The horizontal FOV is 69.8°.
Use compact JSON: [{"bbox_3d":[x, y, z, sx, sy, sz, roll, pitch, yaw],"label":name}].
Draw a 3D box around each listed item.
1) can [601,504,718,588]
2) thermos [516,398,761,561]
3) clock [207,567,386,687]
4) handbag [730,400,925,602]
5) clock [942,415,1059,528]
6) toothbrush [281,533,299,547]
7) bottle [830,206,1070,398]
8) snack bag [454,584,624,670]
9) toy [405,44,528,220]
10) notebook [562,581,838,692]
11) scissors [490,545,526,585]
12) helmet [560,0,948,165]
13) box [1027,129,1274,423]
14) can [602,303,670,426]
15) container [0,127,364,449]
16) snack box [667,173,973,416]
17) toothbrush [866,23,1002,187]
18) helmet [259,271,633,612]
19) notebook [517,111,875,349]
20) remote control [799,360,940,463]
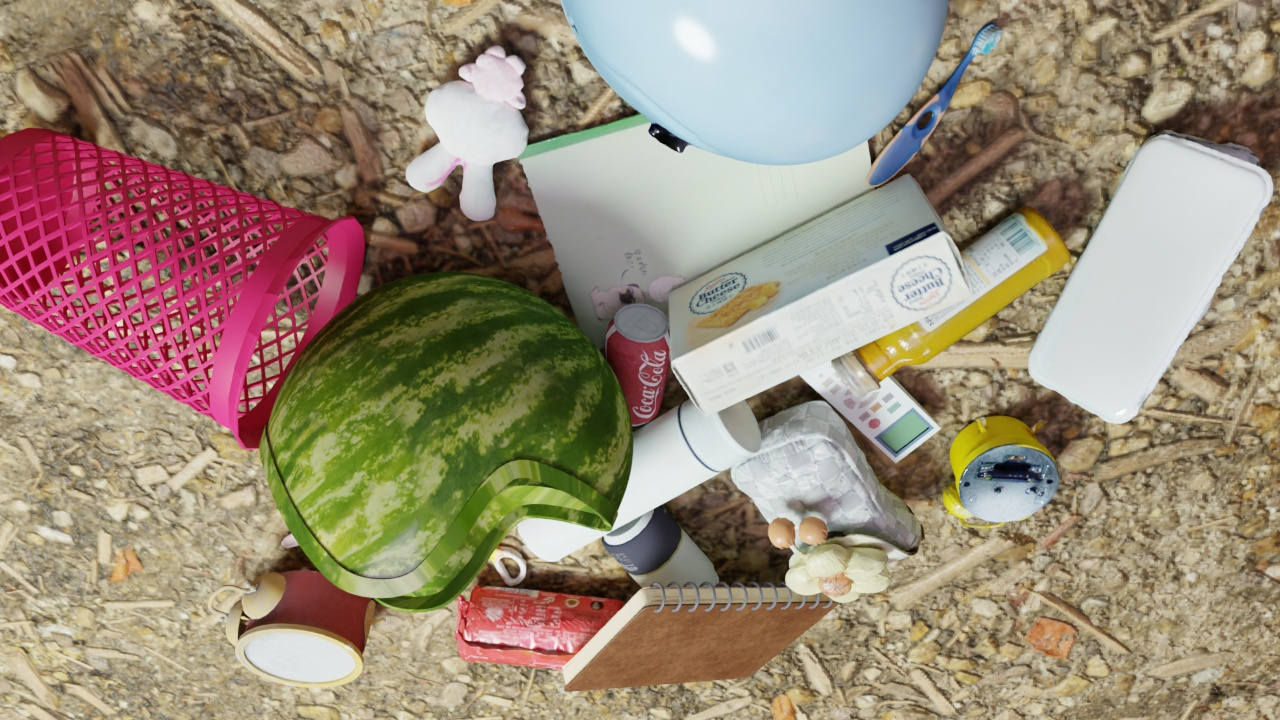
[{"bbox_3d":[0.022,0.185,0.851,0.064,0.064,0.127,-30,115,18],"label":"can"},{"bbox_3d":[-0.006,0.099,0.785,0.231,0.067,0.068,-34,114,27],"label":"thermos"},{"bbox_3d":[-0.336,0.248,0.892,0.158,0.081,0.117,27,130,-24],"label":"clock"},{"bbox_3d":[0.150,0.126,0.777,0.113,0.123,0.171,-23,118,32],"label":"handbag"},{"bbox_3d":[0.309,0.103,0.794,0.083,0.057,0.119,3,121,0],"label":"clock"},{"bbox_3d":[-0.269,0.146,0.867,0.181,0.018,0.016,-24,117,16],"label":"toothbrush"},{"bbox_3d":[0.232,-0.040,0.702,0.186,0.053,0.053,-38,113,14],"label":"bottle"},{"bbox_3d":[-0.096,0.263,0.893,0.176,0.082,0.082,6,121,-1],"label":"snack bag"},{"bbox_3d":[-0.119,-0.167,0.661,0.076,0.037,0.126,25,117,-6],"label":"toy"},{"bbox_3d":[0.059,0.255,0.852,0.225,0.024,0.168,9,134,-33],"label":"notebook"},{"bbox_3d":[-0.151,0.177,0.884,0.129,0.011,0.126,38,117,-20],"label":"scissors"},{"bbox_3d":[0.075,-0.223,0.549,0.265,0.166,0.226,33,109,-24],"label":"helmet"},{"bbox_3d":[0.391,-0.069,0.705,0.108,0.109,0.217,37,123,30],"label":"box"},{"bbox_3d":[-0.004,0.004,0.739,0.054,0.053,0.097,7,135,-2],"label":"can"},{"bbox_3d":[-0.347,-0.064,0.664,0.226,0.182,0.184,23,119,-3],"label":"container"},{"bbox_3d":[0.122,-0.049,0.672,0.208,0.104,0.057,-26,119,16],"label":"snack box"},{"bbox_3d":[0.206,-0.177,0.648,0.021,0.017,0.135,29,112,-18],"label":"toothbrush"},{"bbox_3d":[-0.138,0.051,0.682,0.247,0.243,0.213,-28,165,-13],"label":"helmet"},{"bbox_3d":[0.052,-0.111,0.703,0.253,0.010,0.182,-13,120,10],"label":"notebook"},{"bbox_3d":[0.185,0.024,0.770,0.143,0.024,0.050,41,110,-19],"label":"remote control"}]
